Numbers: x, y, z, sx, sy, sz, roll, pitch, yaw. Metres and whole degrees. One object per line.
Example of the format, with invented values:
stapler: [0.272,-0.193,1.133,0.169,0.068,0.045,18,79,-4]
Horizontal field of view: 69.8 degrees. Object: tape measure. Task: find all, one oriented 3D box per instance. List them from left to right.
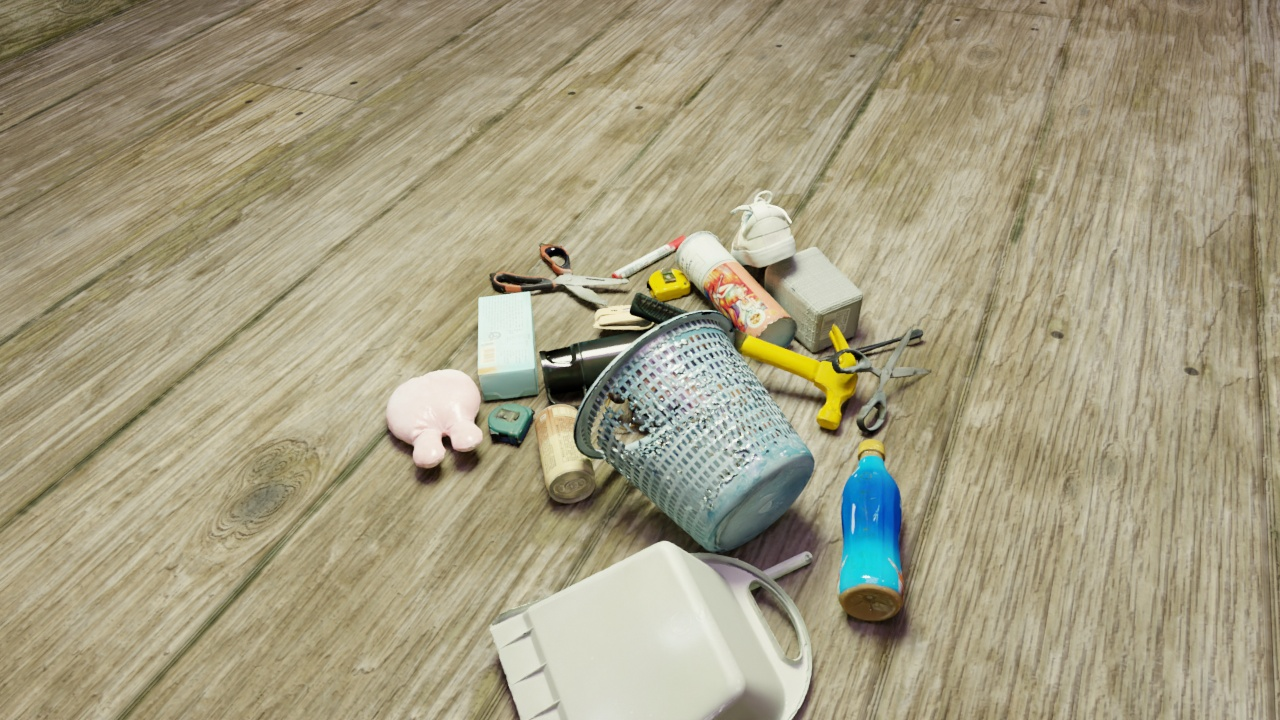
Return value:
tape measure: [-0.166,0.078,1.160,0.054,0.025,0.058,9,42,14]
tape measure: [0.041,-0.115,1.361,0.060,0.029,0.057,-14,41,-11]

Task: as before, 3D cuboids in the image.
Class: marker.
marker: [0.015,-0.158,1.423,0.145,0.017,0.017,-31,47,-27]

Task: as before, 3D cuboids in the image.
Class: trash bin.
trash bin: [0.072,0.091,0.999,0.226,0.227,0.195,-27,59,-24]

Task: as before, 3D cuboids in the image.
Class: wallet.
wallet: [-0.022,-0.062,1.275,0.087,0.024,0.115,-6,14,5]

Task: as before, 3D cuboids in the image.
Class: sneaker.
sneaker: [0.166,-0.190,1.319,0.089,0.091,0.242,-21,8,4]

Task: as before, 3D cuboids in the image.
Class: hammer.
hammer: [0.130,-0.021,1.163,0.301,0.033,0.128,21,67,8]

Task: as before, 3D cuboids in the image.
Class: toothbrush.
toothbrush: [0.099,0.239,0.954,0.189,0.020,0.029,-20,74,-19]
toothbrush: [0.295,-0.011,1.229,0.181,0.018,0.015,-15,47,-9]

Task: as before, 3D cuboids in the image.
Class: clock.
clock: [0.007,0.034,1.146,0.122,0.082,0.055,-47,7,-7]

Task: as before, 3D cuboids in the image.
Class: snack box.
snack box: [-0.182,-0.022,1.257,0.074,0.052,0.174,-6,42,-4]

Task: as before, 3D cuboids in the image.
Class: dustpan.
dustpan: [0.025,0.294,0.883,0.258,0.142,0.222,-35,52,8]

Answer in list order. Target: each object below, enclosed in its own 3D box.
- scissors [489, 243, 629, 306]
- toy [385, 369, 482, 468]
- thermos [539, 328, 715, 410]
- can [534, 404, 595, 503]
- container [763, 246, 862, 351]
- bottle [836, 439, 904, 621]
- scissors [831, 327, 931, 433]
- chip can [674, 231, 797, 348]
scissors: [-0.126,-0.126,1.391,0.189,0.015,0.227,-18,38,-12]
toy: [-0.256,0.073,1.152,0.121,0.054,0.159,-22,43,-8]
thermos: [-0.007,0.007,1.207,0.242,0.068,0.090,-11,74,-5]
can: [-0.091,0.109,1.091,0.058,0.059,0.116,-10,41,-7]
container: [0.238,-0.081,1.260,0.090,0.090,0.114,-22,47,-18]
bottle: [0.247,0.171,0.983,0.065,0.065,0.218,5,42,11]
scissors: [0.303,0.016,1.151,0.014,0.159,0.180,-19,44,54]
chip can: [0.132,-0.095,1.286,0.071,0.071,0.214,-21,48,-19]
